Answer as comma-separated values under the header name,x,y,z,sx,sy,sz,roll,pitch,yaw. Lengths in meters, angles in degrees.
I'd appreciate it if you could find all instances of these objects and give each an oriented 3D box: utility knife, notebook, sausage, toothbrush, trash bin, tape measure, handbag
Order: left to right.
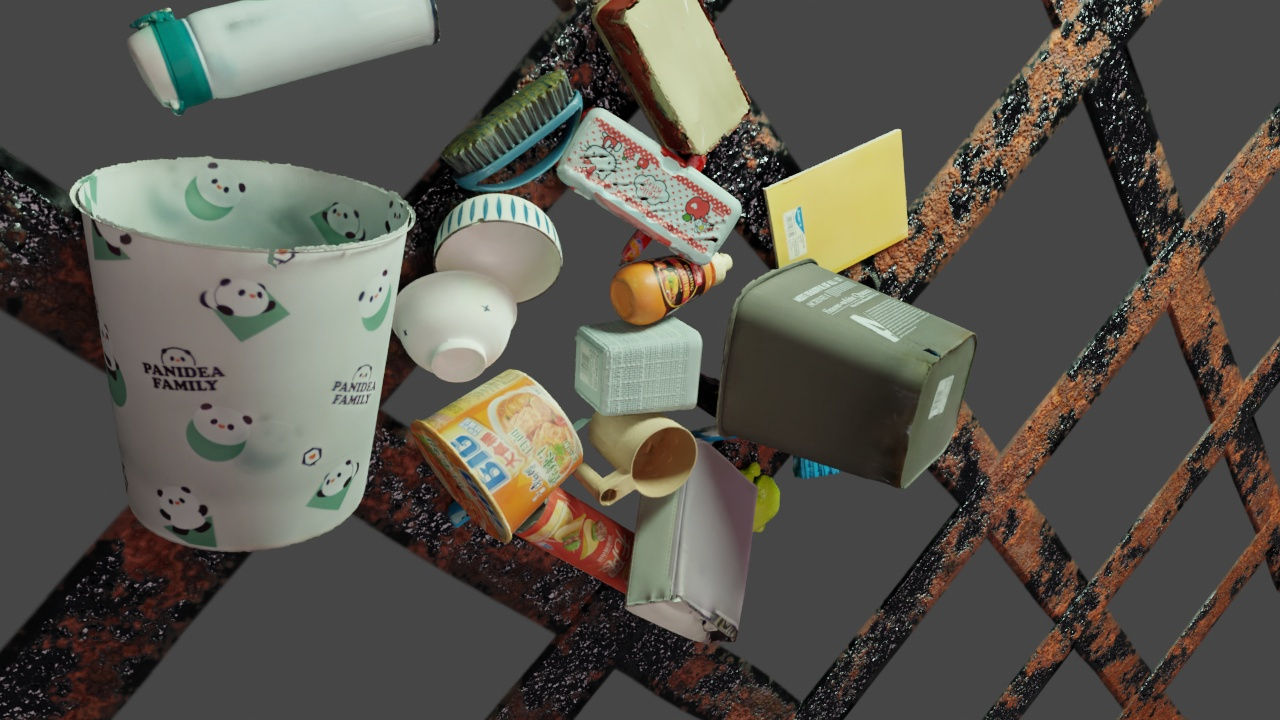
name,x,y,z,sx,sy,sz,roll,pitch,yaw
trash bin,-0.302,-0.006,0.716,0.229,0.229,0.252,-4,117,-31
utility knife,-0.128,0.114,0.987,0.185,0.034,0.018,-36,117,-16
sausage,0.025,-0.161,0.972,0.020,0.020,0.156,37,89,-37
handbag,0.062,0.208,1.052,0.145,0.099,0.196,36,50,-34
tape measure,0.080,0.039,1.069,0.039,0.057,0.058,-57,162,1
notebook,0.242,-0.177,1.107,0.206,0.010,0.146,-27,122,-20
trash bin,0.229,0.016,1.017,0.198,0.220,0.199,-25,128,-46
toothbrush,0.322,-0.038,1.217,0.016,0.014,0.190,-50,132,-35

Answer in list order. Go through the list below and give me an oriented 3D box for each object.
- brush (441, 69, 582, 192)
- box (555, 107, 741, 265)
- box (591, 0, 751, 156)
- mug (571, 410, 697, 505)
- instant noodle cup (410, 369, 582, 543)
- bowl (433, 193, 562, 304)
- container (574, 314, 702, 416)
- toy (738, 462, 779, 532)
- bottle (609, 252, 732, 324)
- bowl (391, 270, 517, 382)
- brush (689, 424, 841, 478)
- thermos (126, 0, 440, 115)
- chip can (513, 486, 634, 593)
name,x,y,z,sx,sy,sz,roll,pitch,yaw
brush,-0.111,-0.203,0.846,0.143,0.055,0.073,-40,125,-12
box,0.010,-0.171,0.924,0.201,0.047,0.087,28,94,-29
box,0.036,-0.286,0.889,0.091,0.077,0.168,-43,126,-11
mug,-0.016,0.100,1.006,0.124,0.103,0.084,-30,123,-18
instant noodle cup,-0.136,0.088,0.906,0.111,0.151,0.151,-38,126,-23
bowl,-0.133,-0.111,0.852,0.116,0.066,0.117,-5,144,-4
container,-0.006,0.006,0.983,0.111,0.090,0.090,-7,113,-27
toy,0.147,0.177,1.187,0.100,0.031,0.097,9,103,-34
bottle,0.040,-0.087,0.991,0.149,0.067,0.067,-22,121,-31
bowl,-0.170,-0.019,0.850,0.118,0.064,0.118,-8,142,-7
brush,0.198,0.104,1.179,0.313,0.060,0.109,-14,111,-24
thermos,-0.275,-0.255,0.715,0.223,0.073,0.073,-24,121,-21
chip can,-0.059,0.205,1.046,0.216,0.073,0.073,37,88,-36
